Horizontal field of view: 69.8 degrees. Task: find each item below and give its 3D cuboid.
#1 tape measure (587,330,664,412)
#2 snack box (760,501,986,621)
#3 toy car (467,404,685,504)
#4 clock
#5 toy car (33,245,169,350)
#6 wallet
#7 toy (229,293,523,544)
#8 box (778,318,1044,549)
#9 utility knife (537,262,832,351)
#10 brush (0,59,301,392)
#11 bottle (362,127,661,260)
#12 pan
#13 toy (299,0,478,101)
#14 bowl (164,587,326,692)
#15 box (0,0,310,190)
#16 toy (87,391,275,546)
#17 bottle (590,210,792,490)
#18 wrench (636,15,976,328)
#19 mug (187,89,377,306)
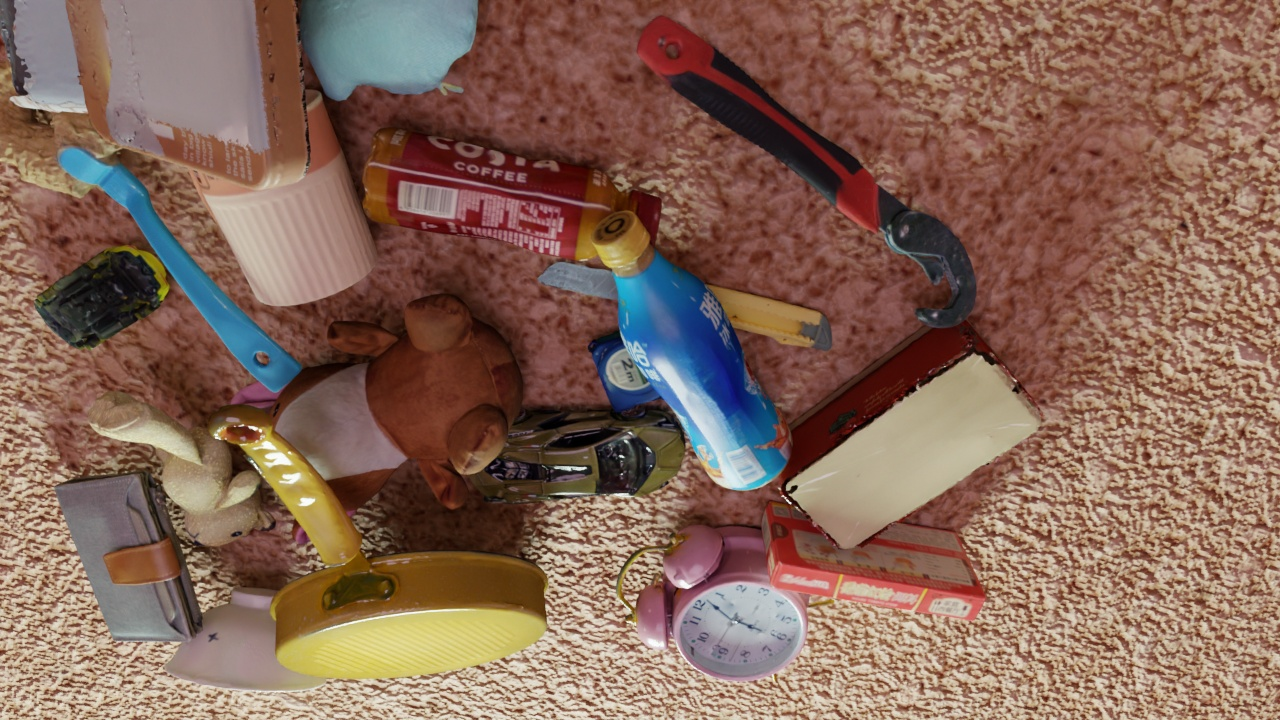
[{"bbox_3d":[-0.004,0.004,0.631,0.054,0.025,0.058,-17,121,8],"label":"tape measure"},{"bbox_3d":[0.168,0.146,0.676,0.153,0.075,0.025,10,117,-5],"label":"snack box"},{"bbox_3d":[-0.046,0.068,0.659,0.158,0.042,0.070,-5,119,1],"label":"toy car"},{"bbox_3d":[0.058,0.184,0.707,0.158,0.059,0.117,23,115,-9],"label":"clock"},{"bbox_3d":[-0.356,-0.043,0.609,0.105,0.032,0.048,-23,116,25],"label":"toy car"},{"bbox_3d":[-0.378,0.147,0.675,0.107,0.036,0.130,-9,101,31],"label":"wallet"},{"bbox_3d":[-0.177,0.042,0.604,0.200,0.130,0.140,-19,88,22],"label":"toy"},{"bbox_3d":[0.180,0.056,0.627,0.169,0.076,0.091,-39,110,20],"label":"box"},{"bbox_3d":[0.034,-0.039,0.616,0.205,0.021,0.031,14,112,-1],"label":"utility knife"},{"bbox_3d":[-0.298,-0.082,0.548,0.083,0.045,0.254,-40,93,12],"label":"brush"},{"bbox_3d":[-0.076,-0.097,0.559,0.175,0.057,0.058,11,118,-5],"label":"bottle"},{"bbox_3d":[-0.179,0.137,0.608,0.198,0.078,0.358,-13,151,3],"label":"pan"},{"bbox_3d":[-0.139,-0.220,0.499,0.162,0.049,0.156,-36,106,20],"label":"toy"},{"bbox_3d":[-0.301,0.214,0.720,0.118,0.118,0.064,9,79,-4],"label":"bowl"},{"bbox_3d":[-0.227,-0.195,0.413,0.134,0.270,0.180,-10,121,-28],"label":"box"},{"bbox_3d":[-0.317,0.076,0.638,0.105,0.066,0.157,10,145,25],"label":"toy"},{"bbox_3d":[0.031,-0.003,0.579,0.065,0.065,0.219,-24,128,13],"label":"bottle"},{"bbox_3d":[0.110,-0.115,0.563,0.273,0.016,0.056,37,82,-15],"label":"wrench"},{"bbox_3d":[-0.225,-0.098,0.554,0.115,0.081,0.106,7,126,30],"label":"mug"}]
